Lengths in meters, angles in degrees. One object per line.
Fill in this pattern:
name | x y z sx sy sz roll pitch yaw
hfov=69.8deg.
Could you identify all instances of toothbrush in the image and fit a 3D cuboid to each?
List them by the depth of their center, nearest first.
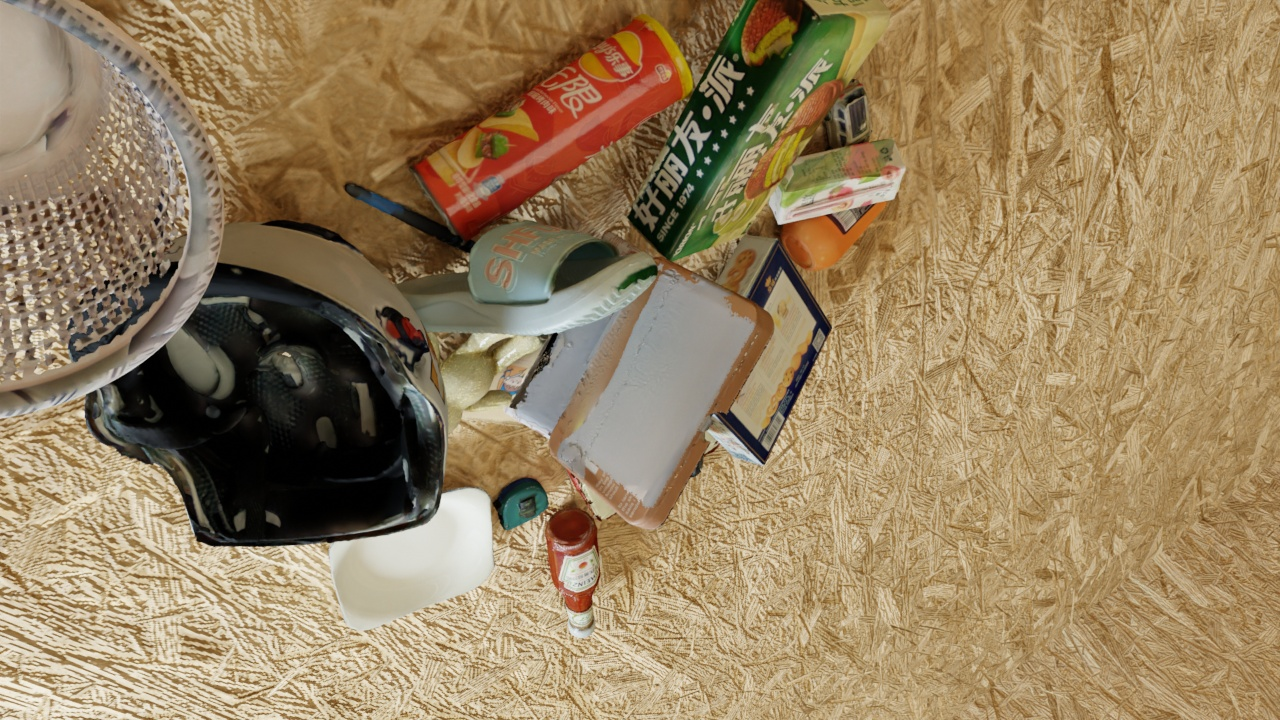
toothbrush | -0.155 -0.100 0.739 0.189 0.016 0.014 24 104 -45

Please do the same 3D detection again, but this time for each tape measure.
tape measure | -0.126 0.152 0.975 0.058 0.025 0.055 -25 138 -18

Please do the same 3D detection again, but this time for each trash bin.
trash bin | -0.344 -0.113 0.451 0.227 0.192 0.228 -20 136 -22

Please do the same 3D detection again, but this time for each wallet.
wallet | -0.114 0.012 0.863 0.087 0.024 0.115 12 116 -45

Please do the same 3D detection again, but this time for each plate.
plate | -0.229 0.191 0.925 0.163 0.034 0.165 -17 134 -25

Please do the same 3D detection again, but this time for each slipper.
slipper | -0.094 -0.065 0.679 0.103 0.246 0.074 -30 114 -51

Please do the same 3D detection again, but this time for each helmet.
helmet | -0.244 0.005 0.650 0.230 0.156 0.274 -12 129 10

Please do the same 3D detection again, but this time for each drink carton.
drink carton | 0.185 -0.169 0.876 0.122 0.045 0.054 -13 154 -6

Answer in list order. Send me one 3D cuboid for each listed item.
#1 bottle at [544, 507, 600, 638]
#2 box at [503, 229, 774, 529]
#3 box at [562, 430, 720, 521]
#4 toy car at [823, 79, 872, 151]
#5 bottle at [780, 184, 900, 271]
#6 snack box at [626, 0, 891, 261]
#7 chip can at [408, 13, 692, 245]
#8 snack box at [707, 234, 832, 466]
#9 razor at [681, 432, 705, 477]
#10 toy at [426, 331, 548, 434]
bottle | -0.075 0.257 1.078 0.059 0.060 0.206 -21 135 -21
box | -0.015 0.000 0.735 0.126 0.273 0.179 28 95 -22
box | 0.004 0.094 0.978 0.168 0.079 0.091 -32 139 -11
toy car | 0.200 -0.223 0.880 0.042 0.035 0.090 -31 141 -8
bottle | 0.212 -0.155 0.931 0.149 0.067 0.067 -41 140 -11
snack box | 0.089 -0.192 0.737 0.114 0.063 0.241 -25 157 -45
chip can | -0.067 -0.176 0.696 0.216 0.073 0.073 -34 139 -5
snack box | 0.118 -0.007 0.950 0.177 0.046 0.182 -61 140 -14
razor | -0.007 0.056 0.904 0.167 0.062 0.068 29 116 -7
toy | -0.145 0.012 0.795 0.157 0.066 0.105 -41 125 21
